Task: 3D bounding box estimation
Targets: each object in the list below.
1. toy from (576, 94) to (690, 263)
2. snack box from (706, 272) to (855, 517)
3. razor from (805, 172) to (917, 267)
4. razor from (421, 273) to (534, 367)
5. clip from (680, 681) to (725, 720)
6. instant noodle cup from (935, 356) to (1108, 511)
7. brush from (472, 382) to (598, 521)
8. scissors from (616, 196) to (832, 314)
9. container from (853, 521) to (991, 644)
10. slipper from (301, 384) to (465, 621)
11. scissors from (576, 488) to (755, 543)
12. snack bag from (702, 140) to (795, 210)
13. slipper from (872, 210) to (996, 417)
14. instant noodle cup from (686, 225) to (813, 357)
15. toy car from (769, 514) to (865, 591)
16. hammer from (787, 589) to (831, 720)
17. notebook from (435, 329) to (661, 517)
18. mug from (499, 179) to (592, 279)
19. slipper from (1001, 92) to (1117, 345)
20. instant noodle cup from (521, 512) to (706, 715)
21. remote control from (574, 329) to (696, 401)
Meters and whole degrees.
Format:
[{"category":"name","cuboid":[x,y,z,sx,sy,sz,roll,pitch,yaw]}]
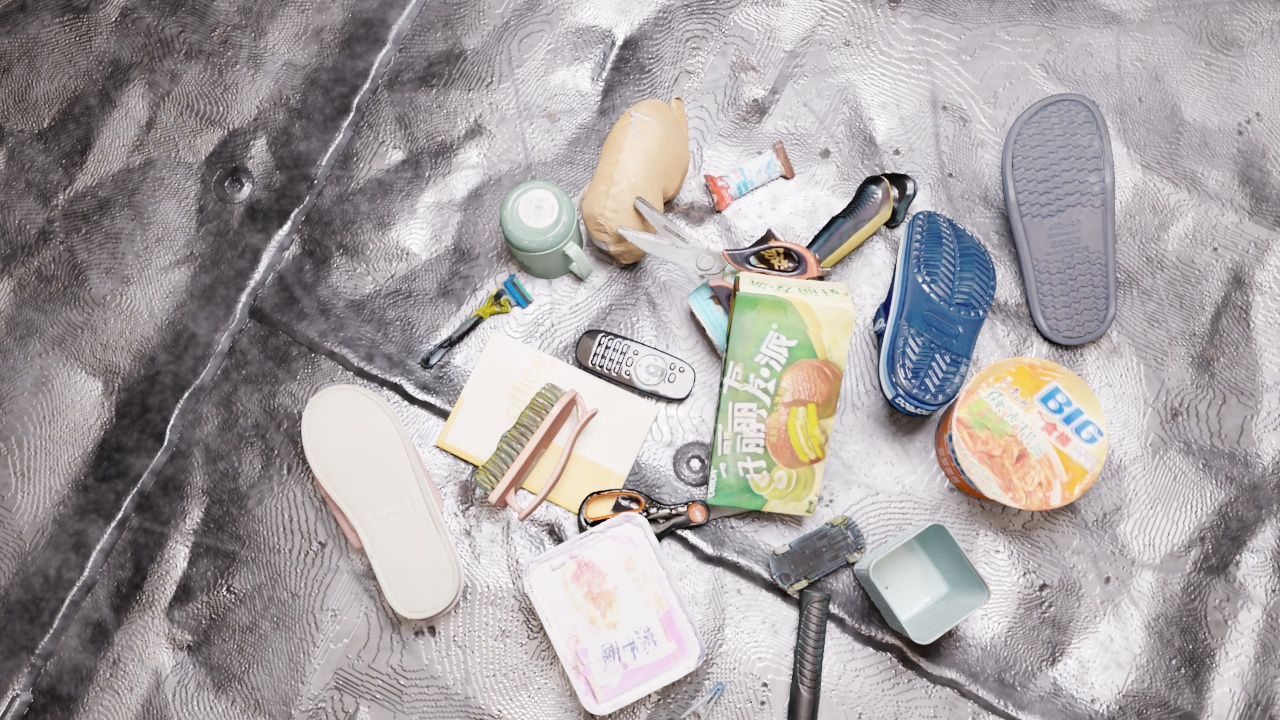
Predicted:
[{"category":"toy","cuboid":[0.009,-0.216,0.993,0.082,0.143,0.225,20,68,17]},{"category":"snack box","cuboid":[0.135,0.037,0.916,0.114,0.063,0.240,7,115,2]},{"category":"razor","cuboid":[0.235,-0.145,1.000,0.167,0.062,0.067,-41,121,-21]},{"category":"razor","cuboid":[-0.187,-0.041,1.024,0.142,0.022,0.043,-39,124,-3]},{"category":"clip","cuboid":[0.068,0.353,0.936,0.028,0.024,0.057,40,86,12]},{"category":"instant noodle cup","cuboid":[0.377,0.080,0.937,0.151,0.111,0.151,0,79,1]},{"category":"brush","cuboid":[-0.107,0.093,0.963,0.073,0.063,0.145,34,82,11]},{"category":"scissors","cuboid":[0.087,-0.097,0.921,0.214,0.015,0.197,-16,102,10]},{"category":"container","cuboid":[0.273,0.218,0.913,0.090,0.111,0.090,-32,79,-4]},{"category":"slipper","cuboid":[-0.270,0.146,0.971,0.114,0.054,0.274,-32,77,-5]},{"category":"scissors","cuboid":[0.045,0.150,0.973,0.235,0.022,0.125,-29,90,-4]},{"category":"snack bag","cuboid":[0.124,-0.210,1.046,0.104,0.026,0.048,-23,91,-3]},{"category":"slipper","cuboid":[0.303,-0.043,0.972,0.105,0.095,0.252,24,58,-8]},{"category":"instant noodle cup","cuboid":[0.118,-0.065,0.981,0.120,0.111,0.111,-33,80,3]},{"category":"toy car","cuboid":[0.183,0.201,0.959,0.105,0.031,0.049,-26,78,-5]},{"category":"hammer","cuboid":[0.161,0.385,0.923,0.129,0.033,0.300,8,79,3]},{"category":"notebook","cuboid":[-0.101,0.071,1.003,0.206,0.010,0.145,25,82,6]},{"category":"mug","cuboid":[-0.097,-0.134,0.995,0.112,0.106,0.082,43,82,8]},{"category":"slipper","cuboid":[0.454,-0.151,1.006,0.111,0.083,0.268,-8,96,11]},{"category":"instant noodle cup","cuboid":[-0.027,0.249,0.928,0.138,0.060,0.173,-26,94,-4]},{"category":"remote control","cuboid":[-0.006,0.006,1.007,0.136,0.024,0.053,21,78,4]}]
